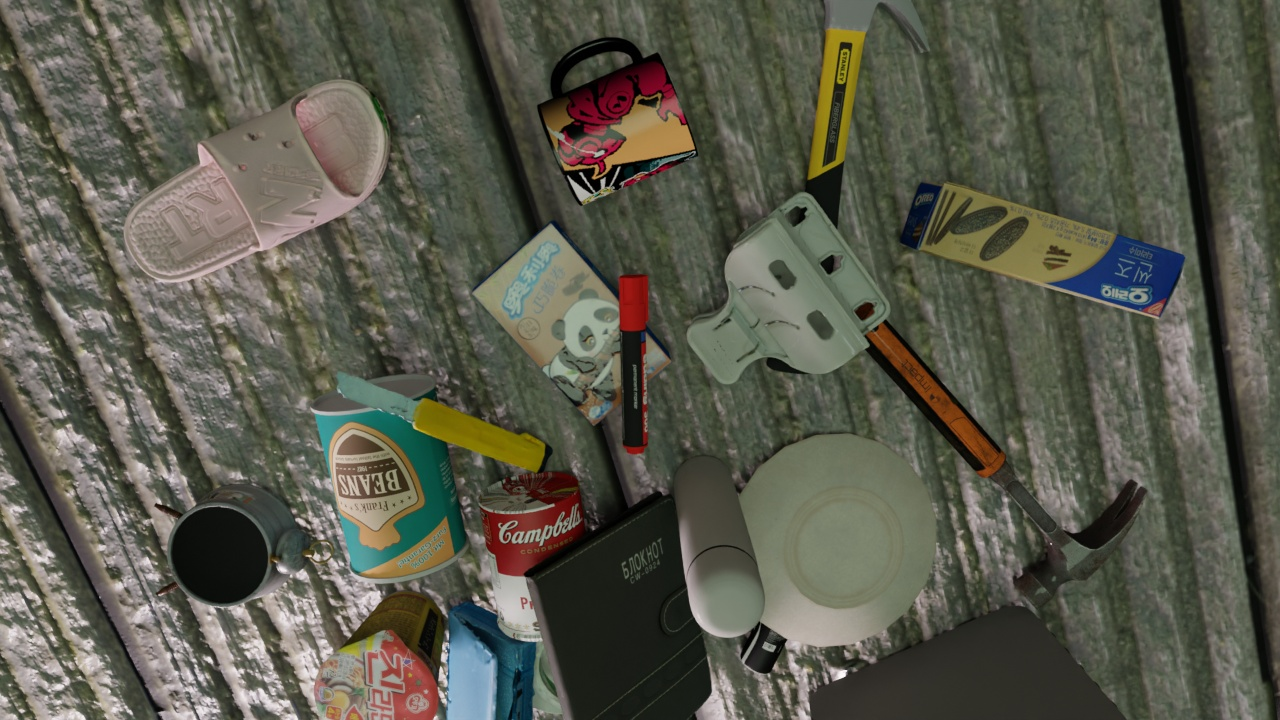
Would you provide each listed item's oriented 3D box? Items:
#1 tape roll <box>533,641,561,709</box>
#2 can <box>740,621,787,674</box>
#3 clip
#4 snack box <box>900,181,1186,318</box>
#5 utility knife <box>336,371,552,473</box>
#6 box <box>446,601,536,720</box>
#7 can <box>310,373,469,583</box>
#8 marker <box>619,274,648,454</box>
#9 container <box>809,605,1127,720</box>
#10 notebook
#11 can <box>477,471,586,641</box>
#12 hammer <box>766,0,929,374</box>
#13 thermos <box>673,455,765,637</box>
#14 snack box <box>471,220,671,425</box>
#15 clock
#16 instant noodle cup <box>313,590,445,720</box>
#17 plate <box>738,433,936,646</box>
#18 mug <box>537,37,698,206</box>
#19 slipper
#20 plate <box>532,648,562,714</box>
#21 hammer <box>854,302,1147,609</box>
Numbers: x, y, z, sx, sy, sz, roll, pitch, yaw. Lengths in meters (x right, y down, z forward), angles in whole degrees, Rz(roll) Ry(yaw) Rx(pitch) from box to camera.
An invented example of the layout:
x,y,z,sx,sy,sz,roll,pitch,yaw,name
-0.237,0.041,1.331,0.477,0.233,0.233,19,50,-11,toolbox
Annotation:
x,y,z,sx,sy,sz,roll,pitch,yaw,name
-0.051,0.267,0.813,0.094,0.018,0.094,0,104,0,tape roll
0.120,0.241,0.828,0.031,0.031,0.080,22,103,-6,can
0.105,-0.039,0.711,0.152,0.099,0.126,-37,97,5,clip
0.319,-0.090,0.732,0.206,0.056,0.057,15,103,-4,snack box
-0.147,0.050,0.723,0.019,0.217,0.030,-2,68,38,utility knife
-0.144,0.338,0.820,0.093,0.053,0.232,16,110,32,box
-0.203,0.094,0.753,0.099,0.099,0.144,-8,104,2,can
-0.004,0.004,0.736,0.023,0.021,0.145,-10,106,-31,marker
0.304,0.392,0.762,0.247,0.245,0.243,-26,100,6,container
-0.008,0.236,0.779,0.169,0.029,0.209,-25,111,-40,notebook
-0.086,0.165,0.779,0.086,0.086,0.116,-7,104,1,can
0.147,-0.145,0.733,0.127,0.029,0.324,5,105,-1,hammer
0.056,0.135,0.701,0.052,0.224,0.052,0,104,-1,thermos
-0.055,-0.030,0.756,0.087,0.034,0.151,-40,101,8,snack box
-0.338,0.162,0.792,0.148,0.056,0.104,2,95,4,clock
-0.213,0.257,0.789,0.100,0.112,0.100,0,104,-1,instant noodle cup
0.171,0.158,0.790,0.188,0.027,0.189,-1,94,-7,plate
-0.023,-0.190,0.699,0.098,0.082,0.118,-22,76,5,mug
-0.303,-0.132,0.714,0.239,0.064,0.094,-27,103,8,slipper
-0.072,0.270,0.837,0.104,0.026,0.104,0,104,0,plate
0.296,0.064,0.783,0.138,0.035,0.314,-42,100,10,hammer
